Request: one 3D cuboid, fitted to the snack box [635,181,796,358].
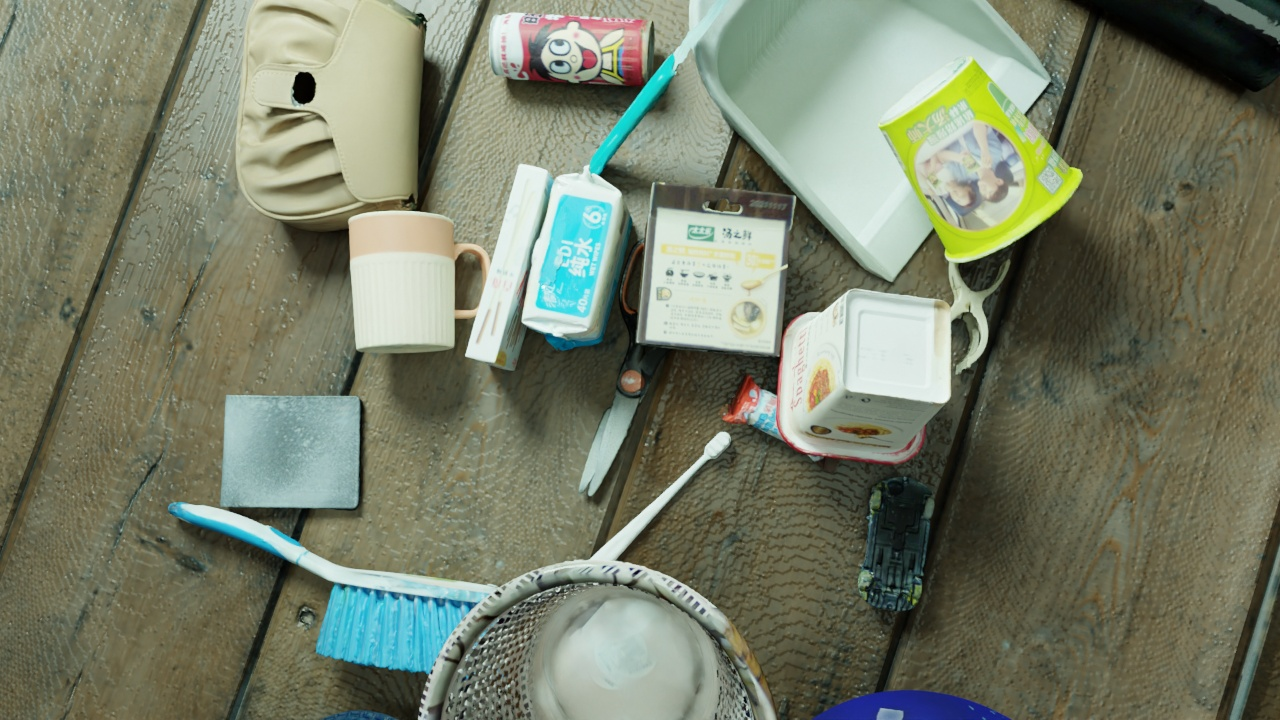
[{"bbox_3d":[0.058,-0.069,0.725,0.113,0.053,0.125,6,88,-3],"label":"snack box"}]

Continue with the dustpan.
[{"bbox_3d":[0.165,-0.232,0.704,0.258,0.142,0.222,38,89,8],"label":"dustpan"}]

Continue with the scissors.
[{"bbox_3d":[0.012,0.010,0.755,0.139,0.021,0.235,2,85,5],"label":"scissors"}]

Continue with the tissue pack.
[{"bbox_3d":[-0.050,-0.078,0.734,0.063,0.090,0.140,13,87,6],"label":"tissue pack"}]

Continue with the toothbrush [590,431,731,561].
[{"bbox_3d":[0.008,0.124,0.749,0.180,0.016,0.016,-45,81,0],"label":"toothbrush"}]

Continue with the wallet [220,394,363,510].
[{"bbox_3d":[-0.296,0.078,0.781,0.121,0.019,0.097,1,87,4],"label":"wallet"}]

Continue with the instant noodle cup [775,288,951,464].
[{"bbox_3d":[0.168,0.008,0.677,0.116,0.124,0.116,7,71,-2],"label":"instant noodle cup"}]

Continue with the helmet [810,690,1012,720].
[{"bbox_3d":[0.161,0.368,0.603,0.240,0.247,0.315,40,96,5],"label":"helmet"}]

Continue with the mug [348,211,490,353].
[{"bbox_3d":[-0.180,-0.062,0.756,0.114,0.082,0.106,-1,86,-25],"label":"mug"}]

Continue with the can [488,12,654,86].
[{"bbox_3d":[-0.057,-0.260,0.768,0.133,0.053,0.053,5,86,5],"label":"can"}]

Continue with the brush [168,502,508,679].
[{"bbox_3d":[-0.252,0.188,0.753,0.315,0.060,0.109,5,80,8],"label":"brush"}]

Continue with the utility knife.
[{"bbox_3d":[0.008,-0.202,0.703,0.013,0.220,0.029,16,58,-24],"label":"utility knife"}]

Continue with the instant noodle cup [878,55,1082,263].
[{"bbox_3d":[0.245,-0.156,0.687,0.111,0.111,0.123,-39,101,1],"label":"instant noodle cup"}]

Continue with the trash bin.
[{"bbox_3d":[-0.020,0.245,0.652,0.227,0.192,0.227,0,85,5],"label":"trash bin"}]

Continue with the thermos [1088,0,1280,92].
[{"bbox_3d":[0.406,-0.311,0.728,0.242,0.069,0.089,34,67,7],"label":"thermos"}]

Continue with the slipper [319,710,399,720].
[{"bbox_3d":[-0.179,0.351,0.713,0.253,0.104,0.095,3,127,19],"label":"slipper"}]

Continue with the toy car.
[{"bbox_3d":[0.201,0.143,0.723,0.049,0.031,0.105,9,88,5],"label":"toy car"}]

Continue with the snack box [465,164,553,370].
[{"bbox_3d":[-0.100,-0.072,0.740,0.027,0.084,0.156,15,87,4],"label":"snack box"}]

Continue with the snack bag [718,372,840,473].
[{"bbox_3d":[0.118,0.049,0.741,0.105,0.026,0.045,26,81,4],"label":"snack bag"}]

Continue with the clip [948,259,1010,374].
[{"bbox_3d":[0.260,-0.041,0.733,0.074,0.035,0.100,18,82,7],"label":"clip"}]

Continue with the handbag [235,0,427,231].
[{"bbox_3d":[-0.256,-0.211,0.758,0.148,0.100,0.204,3,89,2],"label":"handbag"}]
